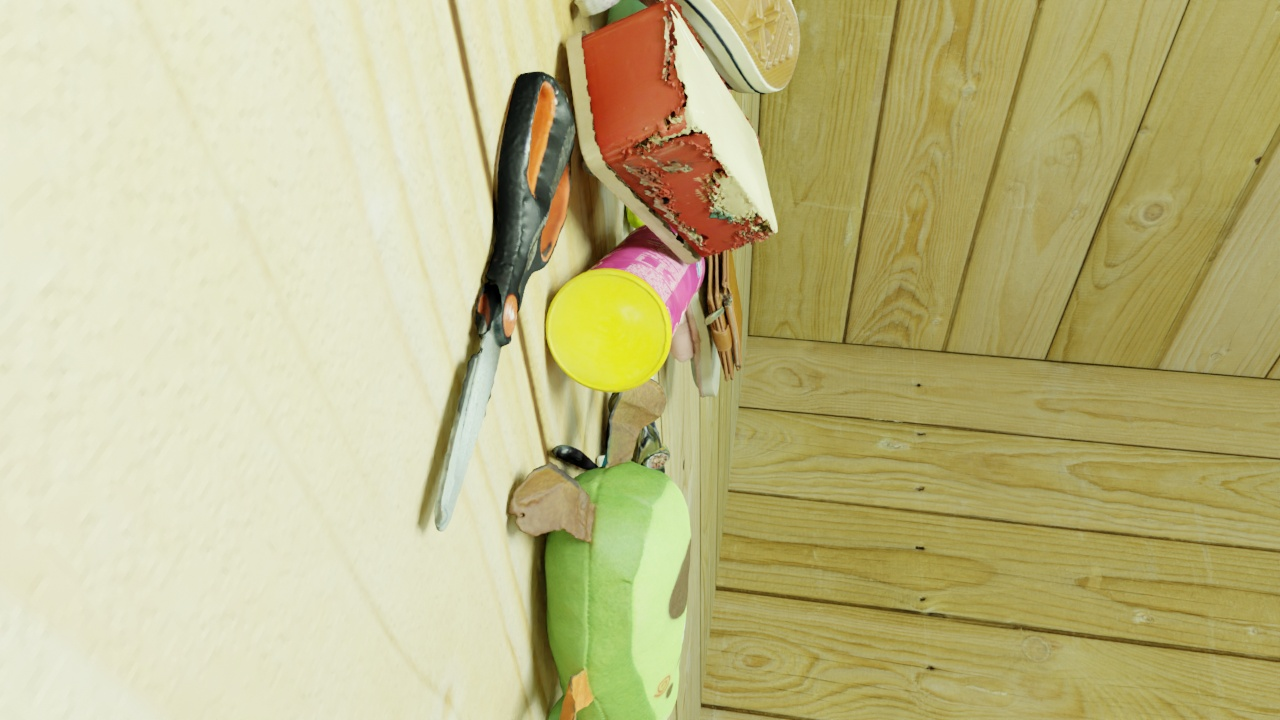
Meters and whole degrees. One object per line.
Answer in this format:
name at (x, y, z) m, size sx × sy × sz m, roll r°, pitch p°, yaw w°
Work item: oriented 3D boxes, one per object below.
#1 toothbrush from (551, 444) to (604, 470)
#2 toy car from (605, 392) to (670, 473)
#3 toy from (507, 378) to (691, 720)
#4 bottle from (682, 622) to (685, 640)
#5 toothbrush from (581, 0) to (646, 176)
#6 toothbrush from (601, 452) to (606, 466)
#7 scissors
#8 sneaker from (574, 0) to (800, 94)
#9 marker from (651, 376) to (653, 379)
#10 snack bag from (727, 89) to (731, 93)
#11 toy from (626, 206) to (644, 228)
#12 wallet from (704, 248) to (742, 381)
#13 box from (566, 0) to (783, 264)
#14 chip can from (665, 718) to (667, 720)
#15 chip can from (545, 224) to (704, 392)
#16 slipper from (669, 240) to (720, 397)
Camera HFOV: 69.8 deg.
toothbrush at (-0.037, 0.068, 0.630) m, size 0.181 × 0.016 × 0.018 m, roll 56°, pitch 34°, yaw -78°
toy car at (-0.003, 0.079, 0.732) m, size 0.158 × 0.042 × 0.070 m, roll 86°, pitch -18°, yaw -48°
toy at (-0.014, 0.141, 0.574) m, size 0.226 × 0.090 × 0.247 m, roll -54°, pitch 146°, yaw -53°
bottle at (0.007, 0.274, 0.890) m, size 0.197 × 0.068 × 0.068 m, roll 89°, pitch 10°, yaw -59°
toothbrush at (-0.009, -0.221, 0.601) m, size 0.027 × 0.027 × 0.224 m, roll 26°, pitch 64°, yaw -41°
toothbrush at (-0.023, 0.092, 0.634) m, size 0.016 × 0.018 × 0.191 m, roll 5°, pitch 99°, yaw -79°
scissors at (-0.056, -0.023, 0.423) m, size 0.137 × 0.022 × 0.234 m, roll 60°, pitch 35°, yaw -76°
sneaker at (0.010, -0.236, 0.524) m, size 0.241 × 0.088 × 0.118 m, roll 36°, pitch 68°, yaw -52°
marker at (-0.005, 0.005, 0.795) m, size 0.130 × 0.018 × 0.022 m, roll 40°, pitch 47°, yaw -79°
snack bag at (0.077, -0.304, 1.018) m, size 0.208 × 0.073 × 0.128 m, roll 86°, pitch 16°, yaw -72°
toy at (0.009, -0.150, 0.752) m, size 0.100 × 0.031 × 0.097 m, roll -58°, pitch 157°, yaw -64°
wallet at (0.089, -0.054, 0.948) m, size 0.131 × 0.035 × 0.118 m, roll 74°, pitch 19°, yaw -47°
box at (0.032, -0.127, 0.538) m, size 0.168 × 0.079 × 0.091 m, roll 30°, pitch 48°, yaw -62°
chip can at (-0.009, 0.254, 0.741) m, size 0.071 × 0.071 × 0.214 m, roll 0°, pitch 94°, yaw -81°
chip can at (-0.002, -0.043, 0.609) m, size 0.210 × 0.071 × 0.071 m, roll -59°, pitch 153°, yaw -72°
slipper at (0.049, -0.058, 0.980) m, size 0.275 × 0.054 × 0.114 m, roll 73°, pitch 20°, yaw -52°
